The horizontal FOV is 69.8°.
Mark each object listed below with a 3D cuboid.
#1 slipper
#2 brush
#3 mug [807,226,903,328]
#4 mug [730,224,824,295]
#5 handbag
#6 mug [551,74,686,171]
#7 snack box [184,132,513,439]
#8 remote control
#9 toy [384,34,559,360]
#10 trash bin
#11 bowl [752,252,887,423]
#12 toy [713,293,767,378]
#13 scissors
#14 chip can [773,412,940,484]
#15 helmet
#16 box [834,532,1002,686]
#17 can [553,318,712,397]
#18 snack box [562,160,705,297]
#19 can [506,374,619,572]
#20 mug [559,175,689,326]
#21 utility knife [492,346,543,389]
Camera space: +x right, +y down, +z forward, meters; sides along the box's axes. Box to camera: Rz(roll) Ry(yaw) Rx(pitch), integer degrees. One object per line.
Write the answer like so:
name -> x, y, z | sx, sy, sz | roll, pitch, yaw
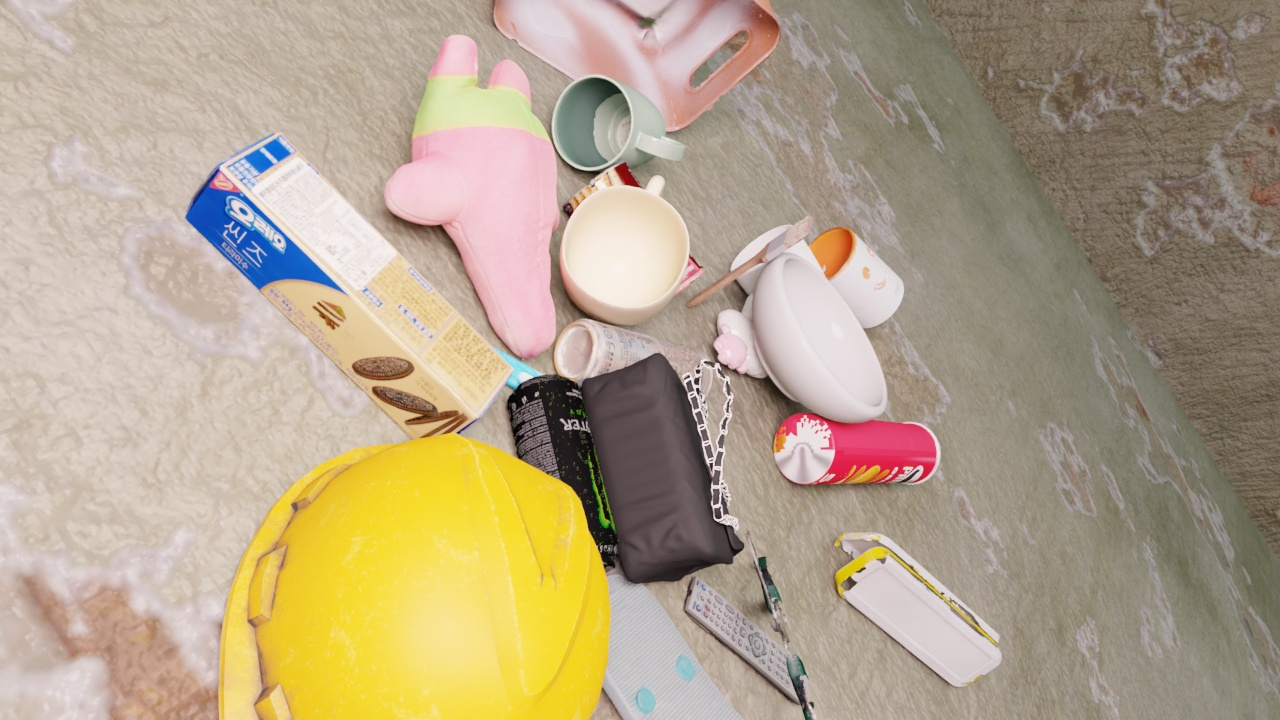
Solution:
slipper -> 0.036, 0.266, 0.604 | 0.268, 0.055, 0.098 | 50, 37, 9
brush -> 0.099, -0.087, 0.857 | 0.008, 0.143, 0.045 | 50, 27, -12
mug -> 0.254, -0.099, 1.106 | 0.105, 0.082, 0.082 | 34, 41, -31
mug -> 0.151, -0.090, 0.992 | 0.087, 0.081, 0.114 | 50, 4, -21
handbag -> 0.036, 0.078, 0.675 | 0.125, 0.115, 0.153 | 41, 28, -63
mug -> -0.010, -0.212, 0.859 | 0.111, 0.084, 0.103 | 26, 17, 19
snack box -> -0.176, -0.039, 0.565 | 0.207, 0.057, 0.056 | 47, 38, -13
remote control -> 0.085, 0.220, 0.716 | 0.136, 0.013, 0.033 | 44, 37, -18
toy -> -0.107, -0.116, 0.685 | 0.191, 0.097, 0.236 | -4, 80, -61
trash bin -> -0.007, -0.382, 0.927 | 0.259, 0.182, 0.157 | 22, 46, -38
bowl -> 0.157, -0.012, 0.867 | 0.176, 0.066, 0.176 | 38, 33, -31
toy -> 0.104, -0.019, 0.903 | 0.122, 0.038, 0.079 | -27, 93, -58
scissors -> 0.110, 0.215, 0.677 | 0.203, 0.015, 0.201 | 15, 58, -85
chip can -> 0.225, 0.093, 0.936 | 0.220, 0.069, 0.069 | 8, 58, -47
helmet -> -0.089, 0.135, 0.472 | 0.205, 0.132, 0.254 | 29, 43, -33
box -> 0.269, 0.237, 0.884 | 0.210, 0.067, 0.069 | 40, 40, -23
can -> -0.004, 0.004, 0.739 | 0.135, 0.054, 0.054 | 14, 54, -45
snack box -> -0.006, -0.106, 0.807 | 0.121, 0.072, 0.072 | 54, 35, -5
can -> -0.053, 0.078, 0.623 | 0.053, 0.054, 0.137 | 10, 56, -46
mug -> -0.010, -0.086, 0.725 | 0.096, 0.100, 0.120 | 24, 79, 0
utility knife -> -0.125, -0.015, 0.641 | 0.176, 0.015, 0.022 | 34, 70, -29
